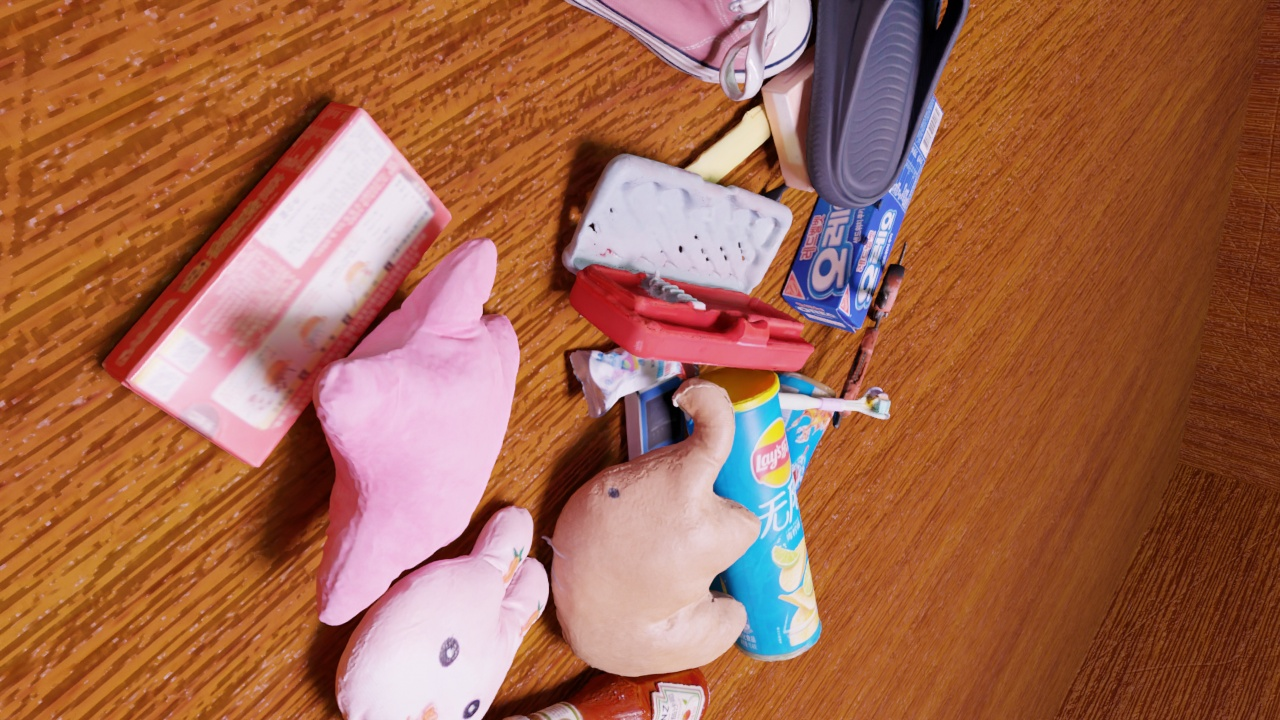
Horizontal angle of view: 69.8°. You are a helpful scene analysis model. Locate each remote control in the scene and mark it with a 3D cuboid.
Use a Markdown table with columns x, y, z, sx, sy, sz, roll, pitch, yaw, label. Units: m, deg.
| x | y | z | sx | sy | sz | roll | pitch | yaw | label |
| --- | --- | --- | --- | --- | --- | --- | --- | --- | --- |
| 0.011 | 0.068 | 0.663 | 0.048 | 0.024 | 0.125 | -23 | 119 | -44 | remote control |

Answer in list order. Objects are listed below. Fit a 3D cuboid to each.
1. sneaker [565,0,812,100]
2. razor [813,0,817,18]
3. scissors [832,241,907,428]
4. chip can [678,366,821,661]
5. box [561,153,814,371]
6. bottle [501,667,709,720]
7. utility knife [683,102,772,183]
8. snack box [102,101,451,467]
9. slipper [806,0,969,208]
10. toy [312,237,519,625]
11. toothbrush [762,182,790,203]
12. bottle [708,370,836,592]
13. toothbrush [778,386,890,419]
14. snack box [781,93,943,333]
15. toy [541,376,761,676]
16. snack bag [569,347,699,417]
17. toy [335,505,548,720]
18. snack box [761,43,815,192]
| x | y | z | sx | sy | sz | roll | pitch | yaw | label |
| --- | --- | --- | --- | --- | --- | --- | --- | --- | --- |
| 0.048 | -0.215 | 0.532 | 0.240 | 0.088 | 0.118 | -1 | 106 | -52 | sneaker |
| 0.150 | -0.224 | 0.706 | 0.043 | 0.028 | 0.133 | -38 | 131 | -31 | razor |
| 0.208 | -0.042 | 0.800 | 0.189 | 0.015 | 0.224 | 90 | 24 | -58 | scissors |
| 0.082 | 0.113 | 0.667 | 0.071 | 0.071 | 0.210 | -31 | 116 | -40 | chip can |
| 0.050 | -0.056 | 0.591 | 0.200 | 0.095 | 0.100 | 3 | 120 | -51 | box |
| -0.024 | 0.260 | 0.673 | 0.205 | 0.060 | 0.060 | 11 | 97 | -53 | bottle |
| 0.044 | -0.130 | 0.623 | 0.178 | 0.019 | 0.031 | -46 | 132 | -34 | utility knife |
| -0.155 | -0.034 | 0.411 | 0.152 | 0.025 | 0.075 | -57 | 142 | -17 | snack box |
| 0.180 | -0.234 | 0.616 | 0.110 | 0.083 | 0.268 | -3 | 106 | -39 | slipper |
| -0.105 | 0.034 | 0.459 | 0.178 | 0.074 | 0.195 | -56 | 163 | -51 | toy |
| 0.152 | -0.162 | 0.716 | 0.188 | 0.014 | 0.017 | -39 | 146 | -15 | toothbrush |
| 0.094 | 0.116 | 0.754 | 0.065 | 0.065 | 0.218 | 28 | 83 | -53 | bottle |
| 0.110 | 0.029 | 0.706 | 0.189 | 0.029 | 0.020 | 4 | 147 | -21 | toothbrush |
| 0.187 | -0.131 | 0.769 | 0.057 | 0.058 | 0.207 | 26 | 84 | -53 | snack box |
| 0.008 | 0.120 | 0.608 | 0.143 | 0.082 | 0.226 | -6 | 121 | -15 | toy |
| -0.004 | 0.004 | 0.612 | 0.105 | 0.026 | 0.045 | -20 | 97 | -42 | snack bag |
| -0.107 | 0.158 | 0.536 | 0.159 | 0.054 | 0.121 | -47 | 139 | -40 | toy |
| 0.156 | -0.205 | 0.682 | 0.157 | 0.026 | 0.084 | -43 | 134 | -21 | snack box |
